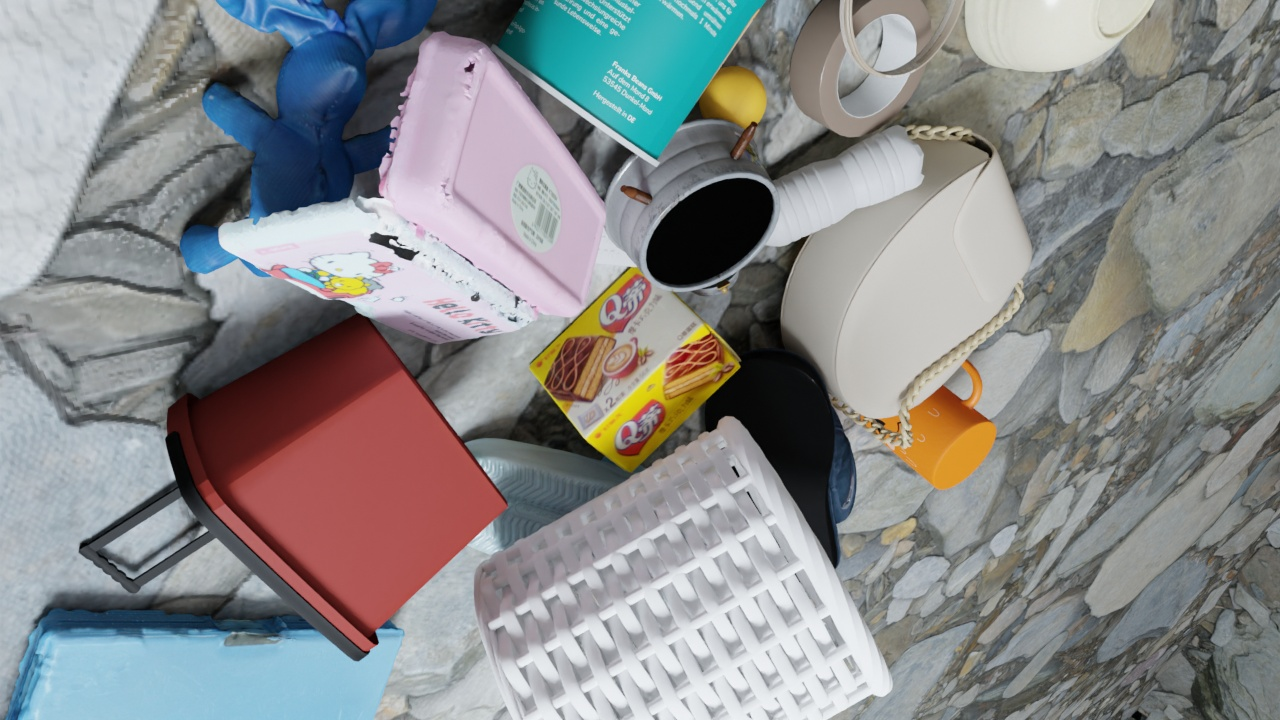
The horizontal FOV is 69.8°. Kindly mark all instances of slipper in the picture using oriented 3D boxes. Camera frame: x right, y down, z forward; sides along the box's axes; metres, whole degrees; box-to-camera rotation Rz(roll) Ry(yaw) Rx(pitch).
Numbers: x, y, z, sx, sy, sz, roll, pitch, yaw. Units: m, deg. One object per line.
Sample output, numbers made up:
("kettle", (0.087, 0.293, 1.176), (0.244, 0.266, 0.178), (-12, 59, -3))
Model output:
("slipper", (0.127, 0.079, 0.773), (0.083, 0.109, 0.266), (-55, 142, -38))
("slipper", (-0.039, 0.110, 0.675), (0.245, 0.074, 0.104), (24, 109, -30))

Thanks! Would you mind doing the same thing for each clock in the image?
("clock", (0.034, -0.083, 0.558), (0.104, 0.056, 0.148), (-27, 146, -3))

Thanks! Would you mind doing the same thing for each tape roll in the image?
("tape roll", (0.143, -0.194, 0.593), (0.093, 0.030, 0.094), (-22, 135, -24))

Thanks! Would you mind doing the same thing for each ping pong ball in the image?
("ping pong ball", (0.055, -0.155, 0.548), (0.040, 0.040, 0.040), (-22, 134, -24))

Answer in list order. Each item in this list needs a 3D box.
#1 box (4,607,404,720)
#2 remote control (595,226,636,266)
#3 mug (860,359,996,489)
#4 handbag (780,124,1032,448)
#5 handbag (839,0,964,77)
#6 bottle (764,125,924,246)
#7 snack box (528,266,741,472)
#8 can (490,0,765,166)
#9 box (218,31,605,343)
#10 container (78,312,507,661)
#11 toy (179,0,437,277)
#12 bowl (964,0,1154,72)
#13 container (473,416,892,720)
("box", (-0.285, 0.237, 0.595), (0.231, 0.060, 0.175), (16, 113, -46))
("remote control", (-0.046, -0.078, 0.554), (0.130, 0.012, 0.033), (1, 125, -39))
("mug", (0.274, 0.046, 0.851), (0.077, 0.096, 0.113), (3, 121, -40))
("handbag", (0.213, -0.055, 0.713), (0.208, 0.103, 0.210), (-51, 140, 2))
("handbag", (0.157, -0.258, 0.513), (0.175, 0.062, 0.198), (-21, 128, -24))
("bottle", (0.122, -0.112, 0.620), (0.136, 0.044, 0.044), (-24, 138, 3))
("snack box", (-0.004, 0.004, 0.602), (0.106, 0.083, 0.061), (-44, 138, 1))
("can", (0.009, -0.183, 0.443), (0.099, 0.099, 0.144), (23, 107, -47))
("box", (-0.096, -0.066, 0.442), (0.201, 0.101, 0.111), (38, 63, -74))
("container", (-0.191, 0.083, 0.483), (0.200, 0.127, 0.148), (-37, 127, -11))
("toy", (-0.154, -0.106, 0.404), (0.112, 0.071, 0.176), (6, 120, -54))
("bowl", (0.307, -0.265, 0.633), (0.150, 0.075, 0.151), (-22, 135, -24))
("container", (0.024, 0.161, 0.569), (0.187, 0.189, 0.189), (-30, 138, 0))
